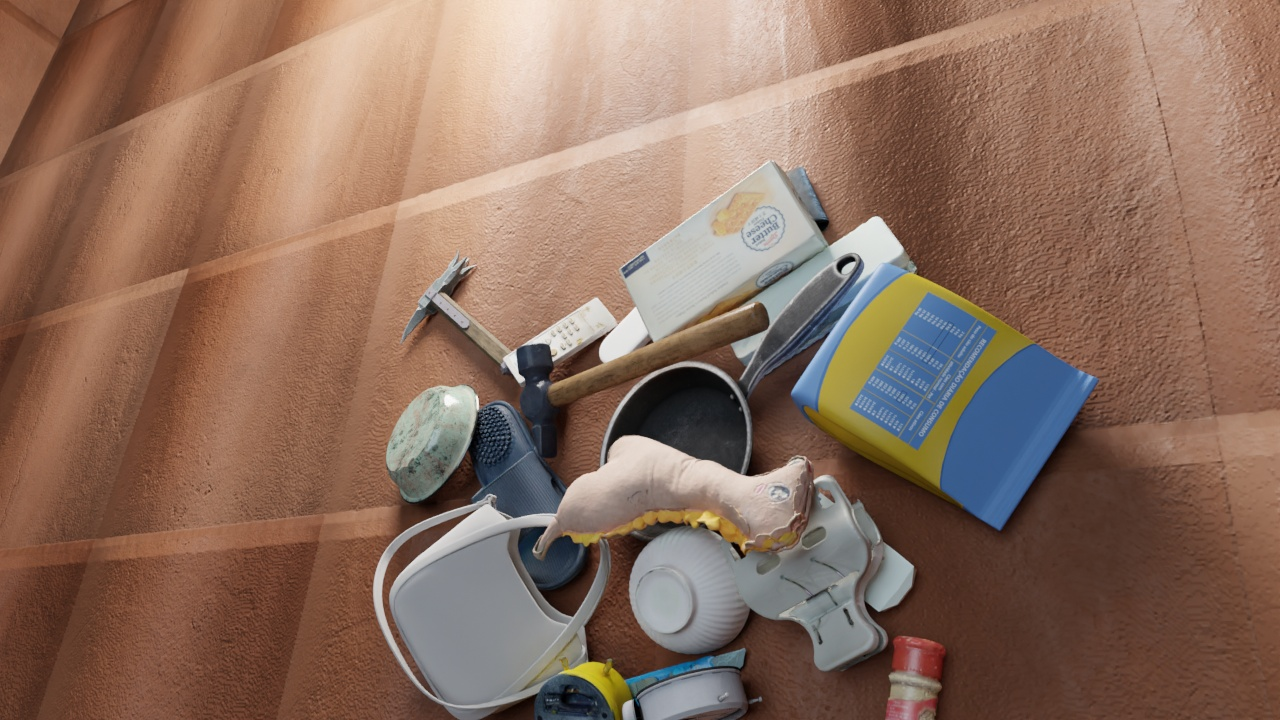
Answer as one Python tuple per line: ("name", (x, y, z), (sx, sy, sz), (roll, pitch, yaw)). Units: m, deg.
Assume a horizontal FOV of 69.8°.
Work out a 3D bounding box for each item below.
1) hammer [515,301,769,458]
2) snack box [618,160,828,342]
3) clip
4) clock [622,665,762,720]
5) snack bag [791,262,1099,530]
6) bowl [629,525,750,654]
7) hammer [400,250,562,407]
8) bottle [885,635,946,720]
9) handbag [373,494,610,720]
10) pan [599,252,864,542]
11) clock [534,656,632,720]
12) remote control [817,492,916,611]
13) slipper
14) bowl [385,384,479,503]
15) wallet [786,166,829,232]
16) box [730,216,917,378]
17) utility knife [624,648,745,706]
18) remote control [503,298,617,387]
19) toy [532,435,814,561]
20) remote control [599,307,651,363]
("hammer", (-0.006, 0.005, 0.952), (0.323, 0.040, 0.129), (-21, 71, 35))
("snack box", (0.087, -0.108, 0.985), (0.208, 0.057, 0.104), (-34, 65, 19))
("clip", (0.157, 0.189, 0.789), (0.126, 0.096, 0.152), (-38, 75, 25))
("clock", (0.036, 0.302, 0.798), (0.123, 0.094, 0.035), (-30, 56, 22))
("snack bag", (0.262, 0.030, 0.806), (0.205, 0.102, 0.159), (33, 84, 29))
("bowl", (0.035, 0.214, 0.839), (0.118, 0.062, 0.118), (-1, 88, 30))
("hammer", (-0.194, -0.016, 1.160), (0.147, 0.028, 0.317), (-51, 50, -2))
("bottle", (0.216, 0.277, 0.730), (0.044, 0.044, 0.109), (0, 65, 32))
("handbag", (-0.135, 0.227, 0.916), (0.223, 0.095, 0.215), (-35, 80, 4))
("pan", (0.092, 0.033, 0.901), (0.357, 0.055, 0.187), (-45, 49, 16))
("clock", (-0.050, 0.336, 0.847), (0.083, 0.057, 0.118), (-6, 87, 24))
("remote control", (0.182, 0.165, 0.824), (0.143, 0.024, 0.049), (38, 92, 39))
("slipper", (-0.148, 0.138, 1.012), (0.101, 0.082, 0.263), (-41, 50, 9))
("bowl", (-0.258, 0.092, 1.103), (0.158, 0.038, 0.157), (-33, 40, 32))
("wallet", (0.145, -0.159, 1.026), (0.115, 0.026, 0.089), (-28, 51, 16))
("box", (0.178, -0.067, 0.942), (0.199, 0.066, 0.083), (-35, 69, 13))
("utility knife", (0.020, 0.301, 0.859), (0.179, 0.015, 0.031), (-24, 66, 18))
("remote control", (-0.096, -0.023, 1.090), (0.135, 0.011, 0.050), (-34, 50, -7))
("toy", (0.028, 0.140, 0.821), (0.195, 0.065, 0.265), (-51, 35, -16))
("remote control", (0.006, -0.046, 1.059), (0.136, 0.013, 0.043), (-46, 50, 3))
